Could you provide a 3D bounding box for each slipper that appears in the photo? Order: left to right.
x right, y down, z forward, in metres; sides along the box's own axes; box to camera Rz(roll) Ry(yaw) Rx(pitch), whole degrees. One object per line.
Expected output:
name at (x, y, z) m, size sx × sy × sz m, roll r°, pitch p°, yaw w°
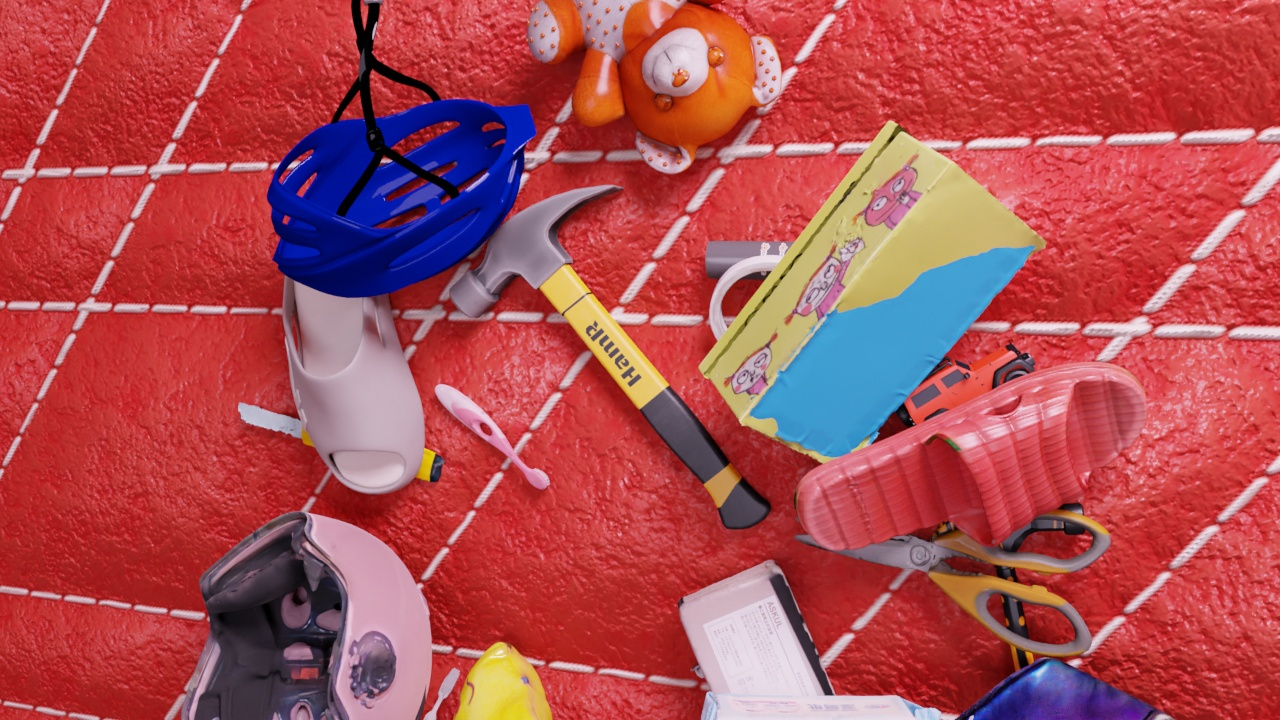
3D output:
slipper at (-0.266, -0.010, 0.797) m, size 0.113 × 0.080 × 0.266 m, roll -10°, pitch 89°, yaw 13°
slipper at (0.230, 0.083, 0.636) m, size 0.249 × 0.059 × 0.103 m, roll -24°, pitch 118°, yaw 13°

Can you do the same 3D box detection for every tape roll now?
tape roll at (0.099, -0.036, 0.706) m, size 0.093 × 0.013 × 0.093 m, roll 6°, pitch 121°, yaw 10°

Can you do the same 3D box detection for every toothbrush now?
toothbrush at (-0.180, 0.310, 0.766) m, size 0.010 × 0.181 × 0.010 m, roll 33°, pitch 103°, yaw -3°
toothbrush at (-0.130, 0.066, 0.807) m, size 0.135 × 0.016 × 0.022 m, roll 41°, pitch 106°, yaw 11°

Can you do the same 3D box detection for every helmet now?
helmet at (-0.272, 0.264, 0.785) m, size 0.231 × 0.152 × 0.255 m, roll -32°, pitch 57°, yaw 26°
helmet at (-0.203, -0.159, 0.697) m, size 0.241 × 0.228 × 0.147 m, roll -20°, pitch 51°, yaw 2°

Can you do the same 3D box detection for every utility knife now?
utility knife at (-0.281, 0.072, 0.850) m, size 0.219 × 0.019 × 0.030 m, roll 14°, pitch 95°, yaw 10°

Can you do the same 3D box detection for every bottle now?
bottle at (0.108, -0.077, 0.708) m, size 0.113 × 0.030 × 0.030 m, roll 3°, pitch 97°, yaw 16°

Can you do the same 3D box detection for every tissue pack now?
tissue pack at (0.099, 0.261, 0.742) m, size 0.104 × 0.071 × 0.181 m, roll -24°, pitch 93°, yaw 2°
tissue pack at (0.130, 0.308, 0.675) m, size 0.182 × 0.070 × 0.112 m, roll 2°, pitch 90°, yaw 0°

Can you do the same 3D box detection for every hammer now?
hammer at (-0.004, 0.004, 0.755) m, size 0.170 × 0.034 × 0.324 m, roll -40°, pitch 86°, yaw 16°
hammer at (0.294, 0.265, 0.696) m, size 0.123 × 0.036 × 0.320 m, roll -10°, pitch 92°, yaw 18°

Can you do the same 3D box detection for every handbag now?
handbag at (0.280, 0.341, 0.603) m, size 0.222 × 0.125 × 0.205 m, roll -41°, pitch 99°, yaw -9°

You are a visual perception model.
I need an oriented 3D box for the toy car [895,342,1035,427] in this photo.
toy car at (0.236, 0.019, 0.670) m, size 0.100 × 0.051 × 0.049 m, roll -36°, pitch 88°, yaw 18°

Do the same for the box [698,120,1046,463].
box at (0.157, -0.037, 0.646) m, size 0.124 × 0.082 × 0.221 m, roll 25°, pitch 112°, yaw -32°

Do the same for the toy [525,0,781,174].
toy at (0.013, -0.237, 0.685) m, size 0.164 × 0.092 × 0.172 m, roll -38°, pitch 87°, yaw 16°

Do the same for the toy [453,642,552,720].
toy at (-0.135, 0.357, 0.792) m, size 0.087 × 0.134 × 0.194 m, roll 24°, pitch 101°, yaw -31°

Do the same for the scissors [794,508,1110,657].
scissors at (0.229, 0.138, 0.687) m, size 0.228 × 0.016 × 0.134 m, roll 19°, pitch 98°, yaw 18°
